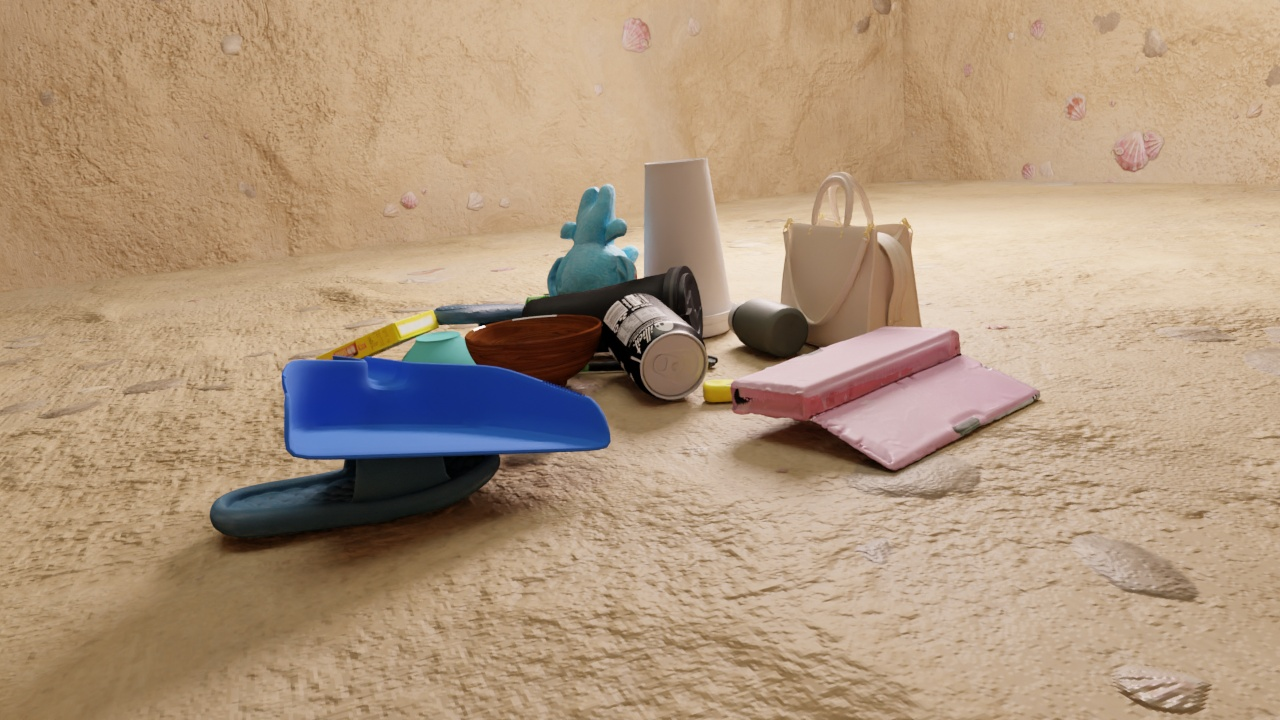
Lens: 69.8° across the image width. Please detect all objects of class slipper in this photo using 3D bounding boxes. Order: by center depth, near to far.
[{"bbox_3d":[-0.215,0.087,0.701,0.213,0.059,0.104,-10,12,-15],"label":"slipper"},{"bbox_3d":[-0.186,-0.047,1.232,0.104,0.059,0.213,3,2,45],"label":"slipper"}]

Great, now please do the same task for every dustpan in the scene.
[{"bbox_3d":[-0.195,0.031,0.741,0.245,0.059,0.258,2,1,-37],"label":"dustpan"}]

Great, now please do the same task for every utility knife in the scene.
[{"bbox_3d":[0.154,0.027,0.890,0.186,0.020,0.028,-2,17,7],"label":"utility knife"}]

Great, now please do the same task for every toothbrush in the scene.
[{"bbox_3d":[-0.006,0.006,1.040,0.188,0.014,0.017,-3,22,9],"label":"toothbrush"}]

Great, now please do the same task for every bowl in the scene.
[{"bbox_3d":[-0.112,-0.002,0.994,0.147,0.069,0.147,-5,13,1],"label":"bowl"},{"bbox_3d":[-0.242,-0.007,1.112,0.121,0.046,0.121,-5,14,1],"label":"bowl"}]

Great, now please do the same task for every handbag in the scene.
[{"bbox_3d":[0.235,-0.114,1.048,0.101,0.198,0.195,-11,15,-22],"label":"handbag"}]

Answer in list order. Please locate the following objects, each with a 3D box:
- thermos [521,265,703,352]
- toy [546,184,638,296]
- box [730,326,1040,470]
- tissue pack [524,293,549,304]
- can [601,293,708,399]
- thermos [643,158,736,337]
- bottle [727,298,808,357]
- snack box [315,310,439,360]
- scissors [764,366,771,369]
[{"bbox_3d":[-0.032,-0.050,1.113,0.219,0.106,0.105,-6,13,20],"label":"thermos"},{"bbox_3d":[-0.055,-0.140,1.224,0.114,0.180,0.184,11,-3,-39],"label":"toy"},{"bbox_3d":[0.217,0.018,0.804,0.232,0.051,0.180,-18,26,-39],"label":"box"},{"bbox_3d":[-0.104,-0.079,1.340,0.114,0.034,0.099,0,-1,20],"label":"tissue pack"},{"bbox_3d":[0.013,-0.016,0.960,0.080,0.080,0.146,-9,20,-14],"label":"can"},{"bbox_3d":[0.055,-0.147,1.196,0.131,0.222,0.131,-5,14,1],"label":"thermos"},{"bbox_3d":[0.146,-0.041,1.074,0.060,0.060,0.108,-11,15,-20],"label":"bottle"},{"bbox_3d":[-0.332,-0.022,1.157,0.153,0.025,0.075,-19,5,32],"label":"snack box"},{"bbox_3d":[0.183,0.012,0.941,0.096,0.020,0.133,-15,15,-25],"label":"scissors"}]
